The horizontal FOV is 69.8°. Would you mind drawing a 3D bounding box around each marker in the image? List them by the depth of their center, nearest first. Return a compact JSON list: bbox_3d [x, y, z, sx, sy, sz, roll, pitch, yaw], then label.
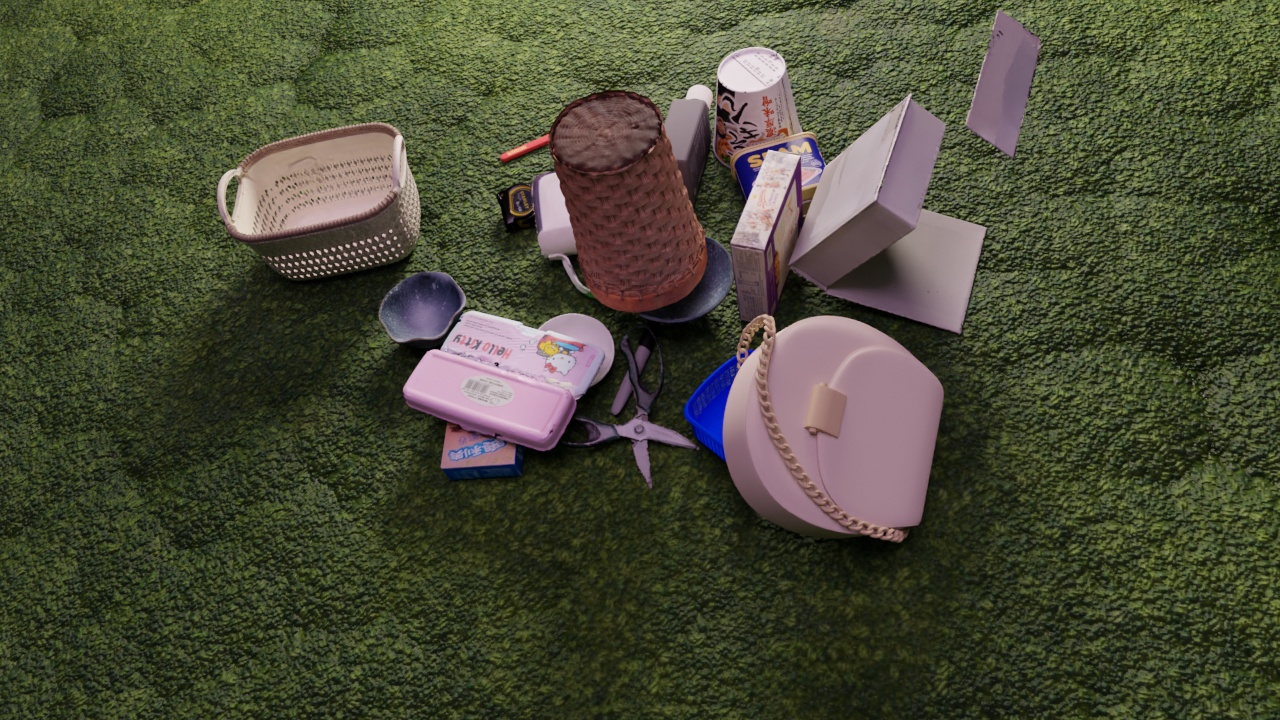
[{"bbox_3d":[-0.006,0.006,1.082,0.022,0.016,0.138,-6,50,46],"label":"marker"}]

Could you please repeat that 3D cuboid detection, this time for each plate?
[{"bbox_3d":[-0.081,-0.005,1.092,0.104,0.026,0.104,-2,63,4],"label":"plate"}]

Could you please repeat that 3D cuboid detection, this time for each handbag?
[{"bbox_3d":[0.187,0.068,0.910,0.208,0.103,0.210,20,71,-11],"label":"handbag"},{"bbox_3d":[-0.056,-0.159,1.180,0.151,0.074,0.175,-8,75,8],"label":"handbag"}]

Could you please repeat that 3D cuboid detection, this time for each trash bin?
[{"bbox_3d":[-0.011,-0.173,1.010,0.151,0.210,0.151,-5,56,8],"label":"trash bin"}]

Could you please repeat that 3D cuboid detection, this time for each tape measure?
[{"bbox_3d":[-0.160,-0.208,1.244,0.061,0.034,0.061,-18,67,4],"label":"tape measure"}]

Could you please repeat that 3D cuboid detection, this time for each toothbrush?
[{"bbox_3d":[-0.105,-0.337,1.327,0.212,0.018,0.012,-24,55,-5],"label":"toothbrush"}]

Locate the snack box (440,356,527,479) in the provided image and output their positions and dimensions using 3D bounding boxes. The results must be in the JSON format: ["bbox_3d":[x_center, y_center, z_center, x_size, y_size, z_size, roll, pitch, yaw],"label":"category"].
[{"bbox_3d":[-0.177,0.063,1.067,0.087,0.034,0.151,-5,56,9],"label":"snack box"}]

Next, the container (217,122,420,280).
[{"bbox_3d":[-0.415,-0.209,1.233,0.246,0.143,0.184,-9,55,5],"label":"container"}]

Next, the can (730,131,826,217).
[{"bbox_3d":[0.183,-0.230,1.172,0.116,0.057,0.092,-15,56,2],"label":"can"}]

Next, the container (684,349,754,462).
[{"bbox_3d":[0.113,0.056,0.995,0.114,0.058,0.096,-42,59,-16],"label":"container"}]

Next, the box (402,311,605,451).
[{"bbox_3d":[-0.157,0.015,1.049,0.201,0.038,0.152,15,62,21],"label":"box"}]

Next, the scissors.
[{"bbox_3d":[-0.020,0.041,1.043,0.202,0.015,0.202,15,66,10],"label":"scissors"}]

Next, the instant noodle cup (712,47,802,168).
[{"bbox_3d":[0.150,-0.334,1.208,0.124,0.122,0.123,-6,56,8],"label":"instant noodle cup"}]

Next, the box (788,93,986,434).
[{"bbox_3d":[0.343,-0.095,1.108,0.174,0.422,0.167,-6,50,45],"label":"box"}]

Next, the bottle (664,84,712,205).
[{"bbox_3d":[0.063,-0.298,1.227,0.046,0.084,0.173,6,58,16],"label":"bottle"}]

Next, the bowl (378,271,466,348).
[{"bbox_3d":[-0.267,-0.054,1.152,0.110,0.055,0.110,-5,56,8],"label":"bowl"}]

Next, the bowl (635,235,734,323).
[{"bbox_3d":[0.047,-0.085,1.103,0.137,0.057,0.136,-6,55,8],"label":"bowl"}]

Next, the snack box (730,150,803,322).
[{"bbox_3d":[0.150,-0.140,1.065,0.041,0.143,0.147,13,60,19],"label":"snack box"}]
